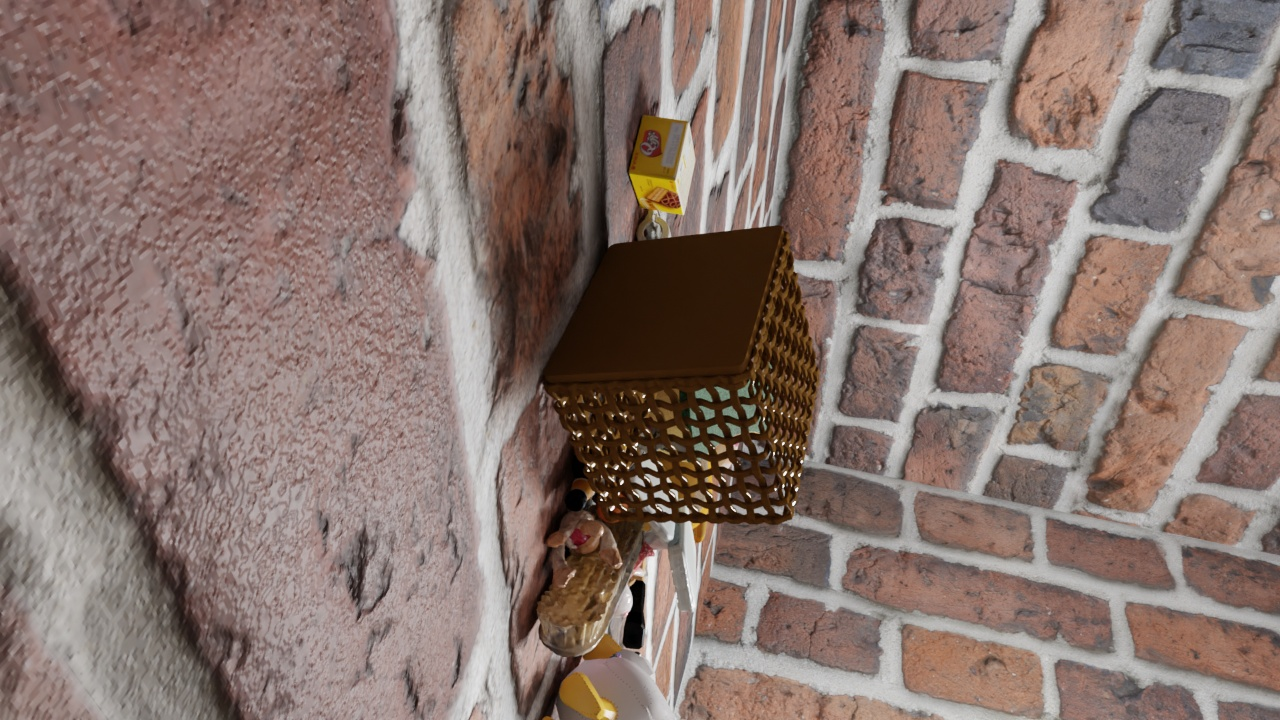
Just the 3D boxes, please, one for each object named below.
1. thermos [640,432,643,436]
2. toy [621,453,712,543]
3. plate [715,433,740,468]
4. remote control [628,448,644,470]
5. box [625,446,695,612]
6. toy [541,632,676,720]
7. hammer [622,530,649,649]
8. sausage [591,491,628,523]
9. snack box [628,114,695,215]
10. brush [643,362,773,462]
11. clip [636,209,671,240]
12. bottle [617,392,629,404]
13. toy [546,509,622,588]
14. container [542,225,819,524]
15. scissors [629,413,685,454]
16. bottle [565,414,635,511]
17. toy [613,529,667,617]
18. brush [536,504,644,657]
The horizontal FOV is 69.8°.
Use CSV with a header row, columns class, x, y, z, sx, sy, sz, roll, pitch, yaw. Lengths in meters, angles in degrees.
class,x,y,z,sx,sy,sz,roll,pitch,yaw
thermos,0.027,0.016,1.387,0.067,0.068,0.230,-57,155,-63
toy,0.044,0.183,1.483,0.198,0.163,0.202,36,54,-33
plate,0.102,0.096,1.620,0.016,0.187,0.187,10,91,-44
remote control,-0.025,0.136,1.217,0.045,0.008,0.147,-49,-175,-12
box,0.037,0.213,1.212,0.209,0.061,0.192,-63,133,-81
toy,-0.030,0.473,1.257,0.141,0.247,0.267,-60,152,7
hammer,-0.005,0.357,1.462,0.327,0.039,0.131,-82,178,-77
sausage,-0.039,0.177,1.164,0.039,0.044,0.164,-62,-174,-3
snack box,0.030,-0.246,1.165,0.106,0.061,0.083,62,40,-72
brush,0.105,0.028,1.329,0.249,0.075,0.195,-12,104,-54
clip,0.024,-0.136,1.265,0.125,0.074,0.143,56,35,-70
bottle,-0.008,0.007,1.273,0.040,0.040,0.129,72,31,-67
toy,-0.076,0.216,1.092,0.074,0.085,0.106,61,-2,-13
container,0.059,0.015,1.026,0.250,0.220,0.214,-67,146,-46
scissors,0.009,0.091,1.183,0.188,0.015,0.146,-45,-122,54
bottle,-0.052,0.126,1.113,0.181,0.059,0.059,-57,155,-62
toy,-0.036,0.309,1.281,0.193,0.084,0.159,-48,162,-20
brush,-0.058,0.264,1.152,0.270,0.083,0.057,-57,156,-61
